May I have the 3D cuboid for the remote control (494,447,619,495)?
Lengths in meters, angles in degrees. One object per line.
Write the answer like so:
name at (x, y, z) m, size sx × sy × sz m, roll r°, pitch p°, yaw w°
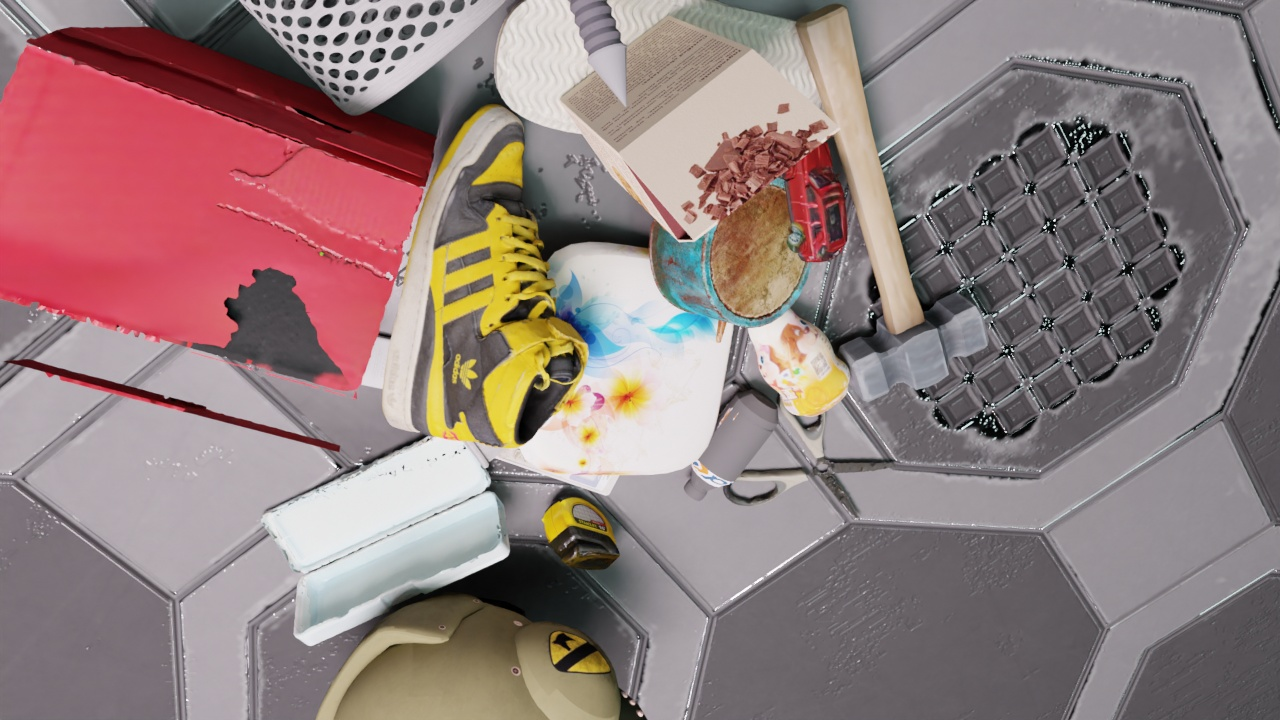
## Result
remote control at (-0.079, 0.077, 0.805) m, size 0.135 × 0.011 × 0.050 m, roll 21°, pitch 109°, yaw -17°

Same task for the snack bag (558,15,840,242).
snack bag at (0.032, -0.137, 0.558) m, size 0.094 × 0.206 × 0.070 m, roll -38°, pitch 124°, yaw 2°

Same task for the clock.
clock at (0.062, -0.103, 0.696) m, size 0.121 × 0.073 × 0.158 m, roll -37°, pitch 123°, yaw -24°

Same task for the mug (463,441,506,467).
mug at (-0.132, 0.023, 0.736) m, size 0.070 × 0.113 × 0.084 m, roll -38°, pitch 158°, yaw -13°

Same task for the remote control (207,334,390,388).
remote control at (-0.268, -0.011, 0.738) m, size 0.146 × 0.008 × 0.045 m, roll 13°, pitch 112°, yaw -14°

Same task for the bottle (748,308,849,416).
bottle at (0.127, -0.007, 0.772) m, size 0.063 × 0.063 × 0.109 m, roll -35°, pitch 100°, yaw 7°

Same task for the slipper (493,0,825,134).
slipper at (0.022, -0.212, 0.670) m, size 0.262 × 0.052 × 0.115 m, roll -2°, pitch 118°, yaw -19°

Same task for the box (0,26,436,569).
box at (-0.236, -0.091, 0.511) m, size 0.211 × 0.377 × 0.124 m, roll 18°, pitch 127°, yaw -17°

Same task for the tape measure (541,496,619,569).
tape measure at (-0.056, 0.154, 0.815) m, size 0.037 × 0.064 × 0.065 m, roll -44°, pitch 145°, yaw 19°

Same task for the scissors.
scissors at (0.152, 0.097, 0.848) m, size 0.157 × 0.012 × 0.170 m, roll -24°, pitch 114°, yaw 5°

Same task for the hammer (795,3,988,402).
hammer at (0.185, -0.116, 0.724) m, size 0.117 × 0.051 × 0.323 m, roll -25°, pitch 119°, yaw 0°

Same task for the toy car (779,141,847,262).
toy car at (0.127, -0.117, 0.672) m, size 0.042 × 0.036 × 0.091 m, roll -26°, pitch 109°, yaw -35°

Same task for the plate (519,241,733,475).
plate at (-0.004, 0.004, 0.732) m, size 0.186 × 0.016 × 0.187 m, roll 4°, pitch 100°, yaw -31°

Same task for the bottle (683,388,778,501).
bottle at (0.077, 0.077, 0.809) m, size 0.047 × 0.047 × 0.112 m, roll 29°, pitch 106°, yaw -20°

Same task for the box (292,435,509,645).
box at (-0.217, 0.148, 0.780) m, size 0.197 × 0.078 × 0.122 m, roll -25°, pitch 97°, yaw 5°

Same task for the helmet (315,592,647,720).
helmet at (-0.141, 0.304, 0.751) m, size 0.232 × 0.255 × 0.251 m, roll 26°, pitch 106°, yaw -22°

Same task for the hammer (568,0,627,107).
hammer at (-0.064, -0.304, 0.544) m, size 0.156 × 0.043 × 0.322 m, roll -20°, pitch 89°, yaw 0°

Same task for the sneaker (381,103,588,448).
sneaker at (-0.091, -0.050, 0.638) m, size 0.122 × 0.086 × 0.238 m, roll 18°, pitch 96°, yaw 12°

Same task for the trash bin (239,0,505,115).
trash bin at (-0.185, -0.265, 0.558) m, size 0.156 × 0.156 × 0.183 m, roll -35°, pitch 117°, yaw 7°
